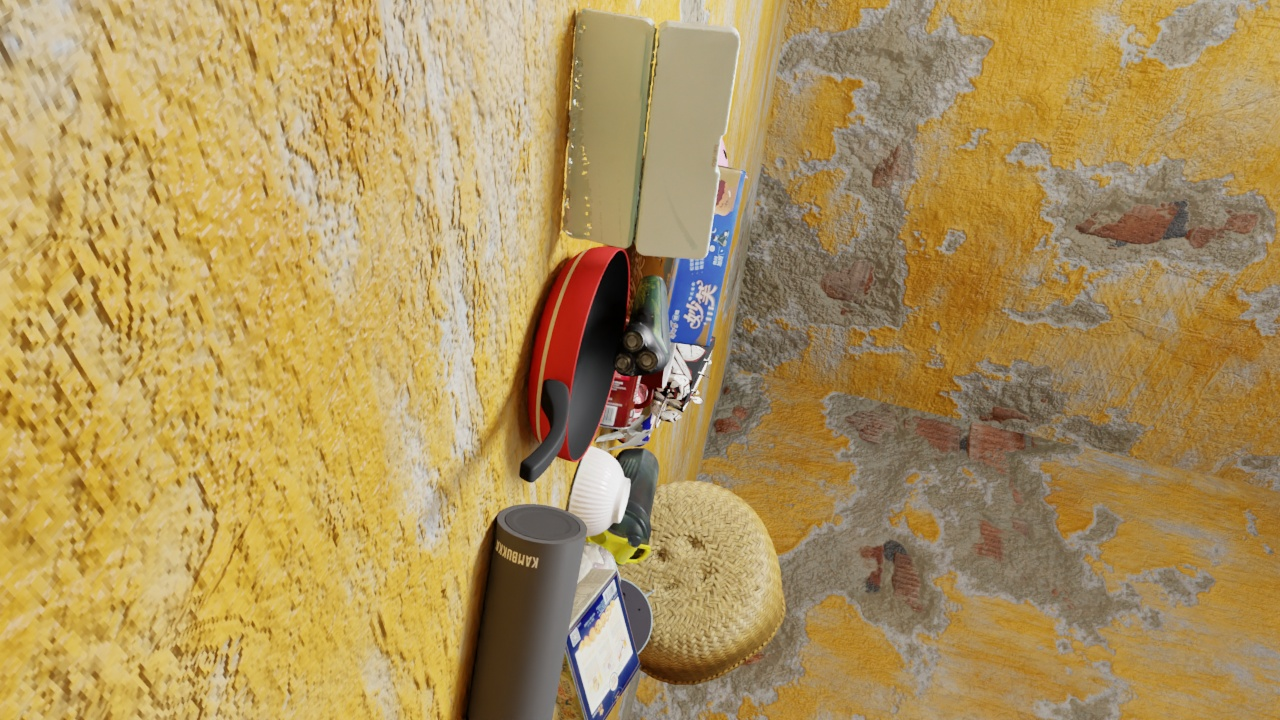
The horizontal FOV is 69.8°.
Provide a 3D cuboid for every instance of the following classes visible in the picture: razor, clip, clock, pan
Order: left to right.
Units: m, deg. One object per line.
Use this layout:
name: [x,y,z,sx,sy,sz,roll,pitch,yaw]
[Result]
pan: [-0.068,0.017,0.818,0.355,0.067,0.209,-57,159,-67]
clock: [-0.050,0.385,1.318,0.159,0.122,0.045,-61,172,-12]
clip: [-0.007,0.106,1.247,0.101,0.059,0.050,-5,70,-54]
razor: [0.005,-0.041,0.956,0.067,0.054,0.151,72,19,-44]
clock: [0.059,0.029,1.253,0.115,0.065,0.154,102,15,-55]

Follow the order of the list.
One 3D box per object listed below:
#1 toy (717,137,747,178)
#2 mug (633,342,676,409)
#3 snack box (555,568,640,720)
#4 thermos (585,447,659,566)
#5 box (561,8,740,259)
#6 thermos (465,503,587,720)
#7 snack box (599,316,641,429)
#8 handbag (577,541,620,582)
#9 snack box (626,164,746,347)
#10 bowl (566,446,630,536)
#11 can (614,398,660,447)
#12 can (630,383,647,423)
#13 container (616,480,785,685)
toy: [0.080,-0.226,1.314,0.170,0.120,0.223,-82,179,-60]
mug: [-0.007,0.007,1.146,0.073,0.082,0.106,-8,110,-81]
snack box: [-0.060,0.352,1.111,0.144,0.043,0.145,-40,122,-58]
thermos: [-0.021,0.208,1.333,0.220,0.098,0.098,-68,168,-66]
box: [0.005,-0.182,0.763,0.040,0.134,0.197,-83,180,-59]
thermos: [-0.110,0.261,0.857,0.082,0.082,0.241,-46,148,-74]
snack box: [-0.032,0.010,1.031,0.072,0.072,0.121,-30,133,-78]
handbag: [-0.082,0.352,1.207,0.139,0.072,0.194,87,17,-53]
snack box: [0.042,-0.134,1.084,0.155,0.069,0.203,-142,-119,-65]
bowl: [-0.050,0.175,1.186,0.118,0.062,0.118,14,89,-81]
can: [-0.002,0.058,1.347,0.092,0.056,0.116,92,14,-57]
can: [-0.018,0.048,1.233,0.096,0.054,0.054,-59,160,-64]
container: [0.070,0.349,1.457,0.197,0.307,0.306,63,40,-64]
